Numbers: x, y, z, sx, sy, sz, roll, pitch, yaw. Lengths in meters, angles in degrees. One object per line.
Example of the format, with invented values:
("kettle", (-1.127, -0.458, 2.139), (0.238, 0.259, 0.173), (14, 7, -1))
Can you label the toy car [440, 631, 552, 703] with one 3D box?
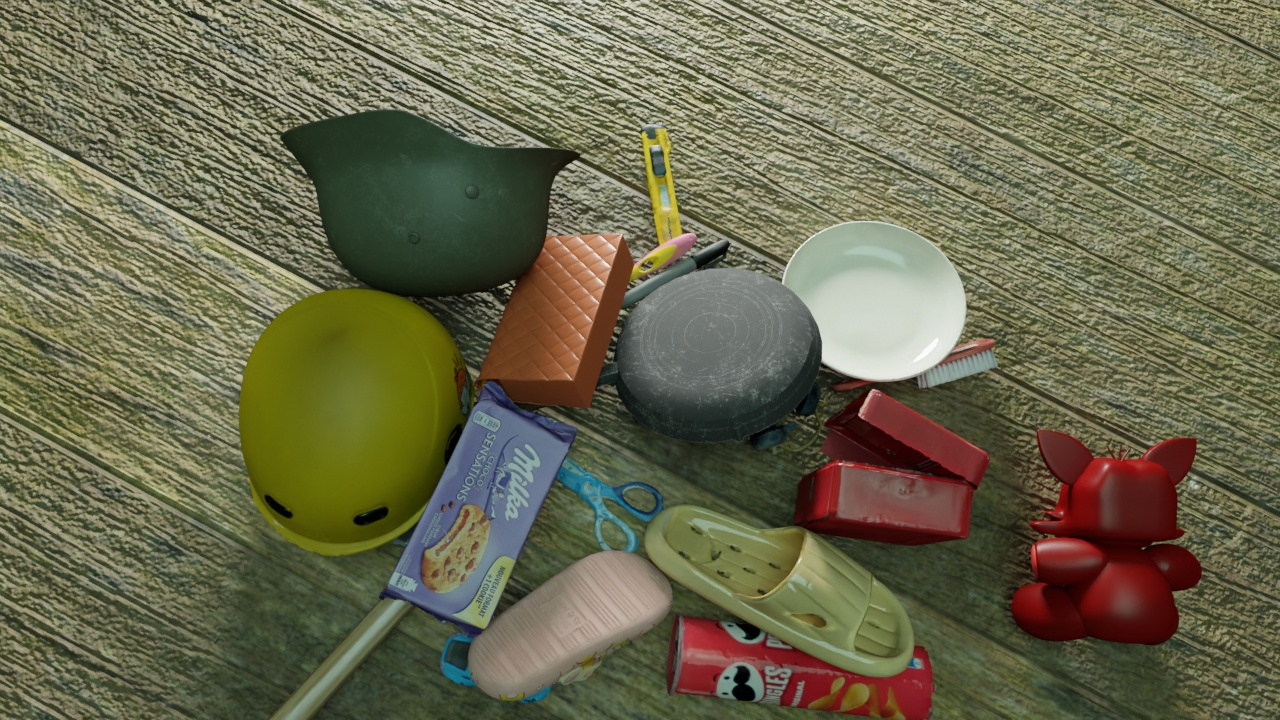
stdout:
("toy car", (-0.130, 0.280, 0.839), (0.105, 0.032, 0.048), (17, 76, -1))

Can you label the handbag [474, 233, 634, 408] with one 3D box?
("handbag", (-0.080, -0.038, 0.877), (0.109, 0.060, 0.171), (3, 56, 20))

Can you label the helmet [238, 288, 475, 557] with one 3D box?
("helmet", (-0.257, 0.035, 0.808), (0.209, 0.140, 0.239), (6, 58, -2))

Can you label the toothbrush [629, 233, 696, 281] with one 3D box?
("toothbrush", (-0.001, -0.093, 0.938), (0.135, 0.016, 0.021), (-31, 87, -7))

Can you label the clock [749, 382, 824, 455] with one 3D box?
("clock", (0.123, 0.035, 0.903), (0.090, 0.052, 0.129), (-44, 87, -12))

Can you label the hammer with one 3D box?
("hammer", (-0.270, 0.274, 0.822), (0.117, 0.051, 0.322), (41, 78, 6))

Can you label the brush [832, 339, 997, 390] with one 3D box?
("brush", (0.278, 0.014, 0.925), (0.172, 0.041, 0.030), (-15, 93, -4))

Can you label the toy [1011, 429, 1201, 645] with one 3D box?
("toy", (0.437, 0.167, 0.856), (0.158, 0.120, 0.197), (3, 86, 0))

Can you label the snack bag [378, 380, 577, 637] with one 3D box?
("snack bag", (-0.139, 0.130, 0.807), (0.096, 0.058, 0.205), (27, 75, -5))

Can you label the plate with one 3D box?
("plate", (0.232, -0.056, 0.926), (0.182, 0.034, 0.182), (0, 65, 1))

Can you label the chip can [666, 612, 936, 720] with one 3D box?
("chip can", (0.143, 0.281, 0.835), (0.233, 0.073, 0.073), (8, 76, -2))

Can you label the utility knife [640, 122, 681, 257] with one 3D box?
("utility knife", (0.024, -0.180, 0.966), (0.030, 0.017, 0.155), (-10, 81, 3))

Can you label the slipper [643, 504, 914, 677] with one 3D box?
("slipper", (0.130, 0.186, 0.830), (0.261, 0.079, 0.111), (22, 35, 12))

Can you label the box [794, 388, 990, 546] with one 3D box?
("box", (0.220, 0.121, 0.834), (0.136, 0.157, 0.122), (25, 74, 5))

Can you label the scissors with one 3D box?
("scissors", (-0.041, 0.122, 0.893), (0.140, 0.015, 0.083), (43, 80, 8))

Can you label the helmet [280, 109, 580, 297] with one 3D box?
("helmet", (-0.185, -0.137, 0.856), (0.268, 0.226, 0.154), (-5, 95, 7))

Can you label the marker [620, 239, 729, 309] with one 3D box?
("marker", (0.034, -0.087, 0.945), (0.138, 0.016, 0.022), (-31, 104, -9))

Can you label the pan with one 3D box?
("pan", (-0.005, 0.005, 0.876), (0.357, 0.040, 0.207), (-15, 50, 3))

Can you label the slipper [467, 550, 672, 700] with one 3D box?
("slipper", (-0.063, 0.246, 0.830), (0.196, 0.082, 0.093), (-22, 48, -28))
